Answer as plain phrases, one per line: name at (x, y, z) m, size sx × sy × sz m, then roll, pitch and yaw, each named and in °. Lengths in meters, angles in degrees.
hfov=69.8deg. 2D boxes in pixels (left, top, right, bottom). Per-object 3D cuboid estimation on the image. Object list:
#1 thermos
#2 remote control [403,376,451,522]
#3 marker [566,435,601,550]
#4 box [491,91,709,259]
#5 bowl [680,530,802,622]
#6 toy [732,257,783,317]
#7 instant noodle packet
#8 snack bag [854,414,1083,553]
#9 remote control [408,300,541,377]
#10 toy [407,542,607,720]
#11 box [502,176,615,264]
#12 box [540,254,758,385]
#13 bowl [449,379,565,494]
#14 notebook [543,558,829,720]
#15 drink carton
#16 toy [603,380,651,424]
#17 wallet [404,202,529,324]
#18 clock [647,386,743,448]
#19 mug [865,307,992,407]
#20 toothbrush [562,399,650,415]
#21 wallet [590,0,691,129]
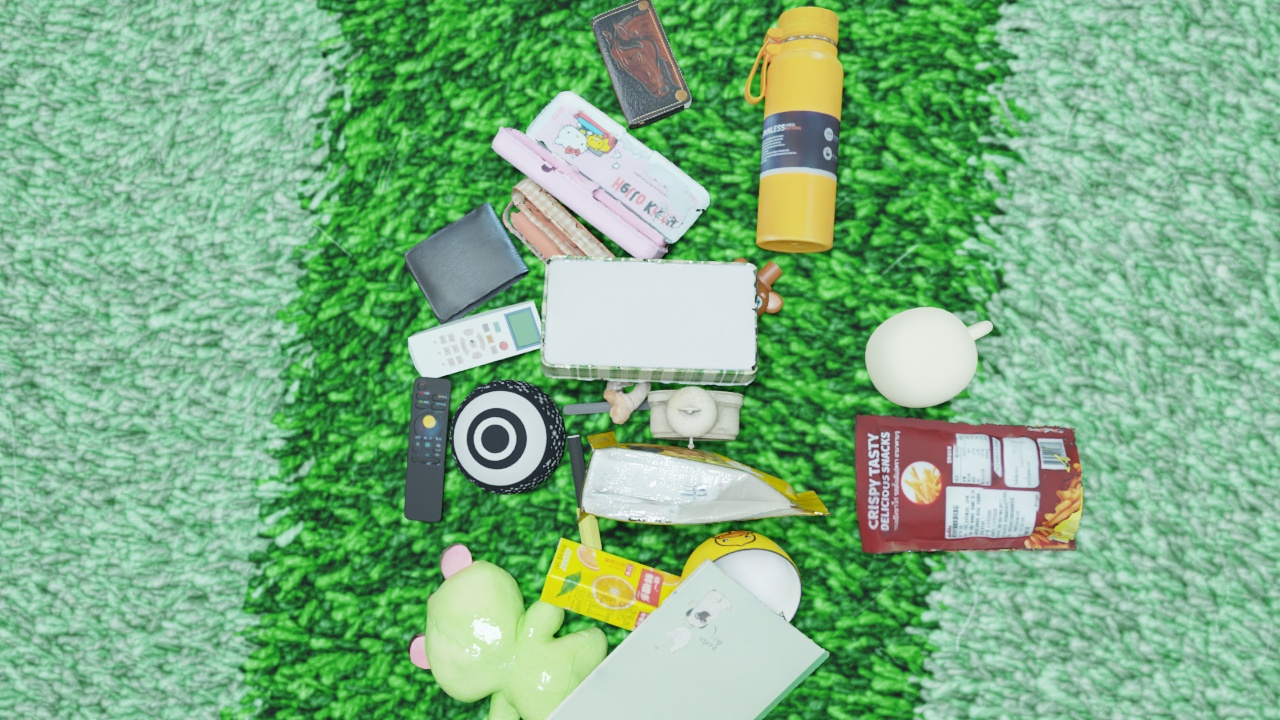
thermos at (0.154, -0.229, 0.911) m, size 0.091 × 0.076 × 0.232 m, roll 5°, pitch 88°, yaw -30°
remote control at (-0.222, 0.093, 0.960) m, size 0.041 × 0.020 × 0.152 m, roll 5°, pitch 95°, yaw 3°
marker at (-0.058, 0.139, 0.949) m, size 0.021 × 0.017 × 0.124 m, roll -13°, pitch 85°, yaw 49°
box at (-0.044, -0.179, 0.934) m, size 0.201 × 0.145 × 0.077 m, roll 38°, pitch 131°, yaw 5°
bowl at (0.092, 0.216, 0.899) m, size 0.117 × 0.067 × 0.117 m, roll -4°, pitch 112°, yaw -10°
toy at (0.093, -0.050, 0.923) m, size 0.127 × 0.065 × 0.095 m, roll -44°, pitch 90°, yaw -3°
instant noodle packet at (0.062, 0.119, 0.868) m, size 0.222 × 0.163 × 0.084 m, roll 6°, pitch 87°, yaw 5°
snack bag at (0.316, 0.122, 0.895) m, size 0.208 × 0.066 × 0.139 m, roll 0°, pitch 83°, yaw 8°
remote control at (-0.171, -0.022, 0.960) m, size 0.143 × 0.024 × 0.049 m, roll -16°, pitch 108°, yaw 5°
toy at (-0.136, 0.290, 0.914) m, size 0.197 × 0.107 × 0.150 m, roll 24°, pitch 91°, yaw -3°
box at (-0.067, -0.107, 0.942) m, size 0.187 × 0.083 × 0.041 m, roll 44°, pitch 65°, yaw 7°
box at (0.009, -0.038, 0.868) m, size 0.205 × 0.051 × 0.117 m, roll 1°, pitch 73°, yaw -3°
bowl at (-0.140, 0.079, 0.936) m, size 0.120 × 0.066 × 0.120 m, roll 0°, pitch 88°, yaw 5°
notebook at (0.039, 0.325, 0.887) m, size 0.182 × 0.010 × 0.253 m, roll 41°, pitch 98°, yaw -23°
drink carton at (-0.026, 0.229, 0.914) m, size 0.134 × 0.058 × 0.043 m, roll 18°, pitch 121°, yaw 1°
toy at (-0.005, 0.005, 0.924) m, size 0.106 × 0.074 × 0.085 m, roll -33°, pitch 85°, yaw -12°
wallet at (-0.186, -0.101, 0.969) m, size 0.115 × 0.026 × 0.089 m, roll -32°, pitch 84°, yaw 3°
clock at (0.050, 0.055, 0.869) m, size 0.093 × 0.141 × 0.054 m, roll 1°, pitch 83°, yaw 7°
mug at (0.283, -0.009, 0.882) m, size 0.120 × 0.099 × 0.096 m, roll -26°, pitch 85°, yaw 4°
toothbrush at (0.001, 0.046, 0.952) m, size 0.167 × 0.013 × 0.013 m, roll -4°, pitch 88°, yaw 7°
wallet at (0.000, -0.311, 0.962) m, size 0.072 × 0.019 × 0.123 m, roll -21°, pitch 86°, yaw 0°
